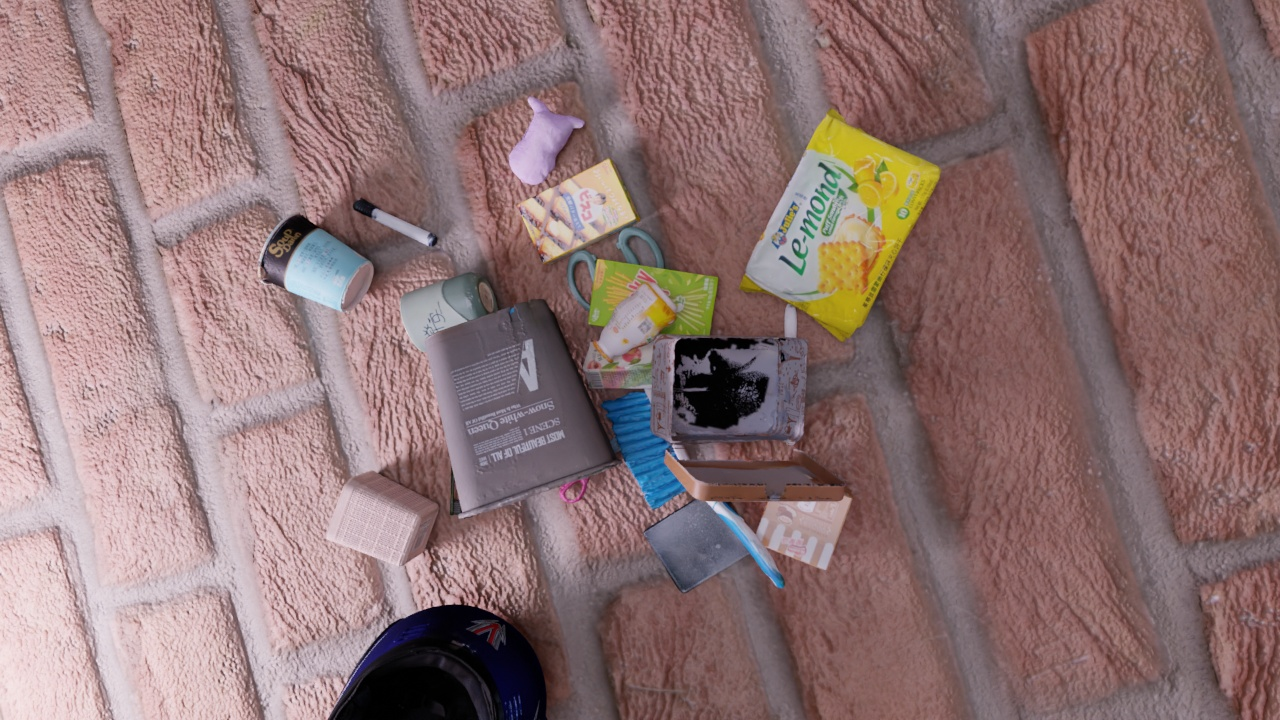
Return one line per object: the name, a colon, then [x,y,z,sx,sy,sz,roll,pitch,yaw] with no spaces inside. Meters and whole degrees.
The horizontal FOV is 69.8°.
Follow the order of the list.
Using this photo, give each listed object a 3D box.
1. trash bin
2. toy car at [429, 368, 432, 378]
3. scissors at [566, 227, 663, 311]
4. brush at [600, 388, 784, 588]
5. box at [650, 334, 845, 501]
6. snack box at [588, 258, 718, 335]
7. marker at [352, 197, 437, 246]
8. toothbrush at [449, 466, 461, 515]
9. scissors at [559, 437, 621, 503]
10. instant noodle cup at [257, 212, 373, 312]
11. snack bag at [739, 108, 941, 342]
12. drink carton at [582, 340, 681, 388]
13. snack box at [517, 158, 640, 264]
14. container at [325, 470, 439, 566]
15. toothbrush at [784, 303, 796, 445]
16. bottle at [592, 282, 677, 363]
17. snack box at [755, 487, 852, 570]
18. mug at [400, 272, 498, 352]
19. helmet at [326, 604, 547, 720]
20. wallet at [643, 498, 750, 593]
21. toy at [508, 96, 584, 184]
trash bin: [-0.148,0.059,1.115,0.199,0.199,0.219,-19,85,-2]
toy car: [-0.238,0.022,1.230,0.090,0.042,0.035,7,94,11]
scissors: [-0.033,-0.080,1.197,0.161,0.019,0.179,-8,94,8]
brush: [0.058,0.157,1.126,0.109,0.060,0.314,-27,64,2]
box: [0.120,0.050,1.056,0.180,0.217,0.158,2,103,-16]
snack box: [0.016,-0.076,1.169,0.156,0.026,0.086,9,95,1]
marker: [-0.336,-0.190,1.259,0.131,0.018,0.022,25,86,10]
toothbrush: [-0.245,0.122,1.230,0.017,0.012,0.186,6,105,4]
scissors: [-0.058,0.139,1.210,0.137,0.017,0.072,-27,81,7]
instant noodle cup: [-0.433,-0.124,1.241,0.120,0.111,0.111,28,96,2]
snack bag: [0.243,-0.162,1.114,0.158,0.068,0.246,28,96,9]
drink carton: [-0.007,0.007,1.171,0.123,0.053,0.045,0,135,14]
snack box: [-0.081,-0.193,1.199,0.140,0.033,0.087,-24,87,9]
container: [-0.342,0.214,1.234,0.111,0.090,0.090,22,95,7]
toothbrush: [0.189,0.017,1.155,0.016,0.016,0.180,0,90,-2]
bottle: [-0.008,-0.045,1.126,0.108,0.063,0.063,-41,83,5]
snack box: [0.200,0.190,1.126,0.093,0.077,0.094,20,94,10]
mug: [-0.244,-0.053,1.215,0.106,0.082,0.112,-17,110,11]
helmet: [-0.255,0.458,1.137,0.247,0.240,0.315,32,86,9]
wallet: [0.076,0.232,1.183,0.121,0.019,0.097,-34,85,12]
toy: [-0.134,-0.284,1.204,0.084,0.039,0.108,30,99,9]
